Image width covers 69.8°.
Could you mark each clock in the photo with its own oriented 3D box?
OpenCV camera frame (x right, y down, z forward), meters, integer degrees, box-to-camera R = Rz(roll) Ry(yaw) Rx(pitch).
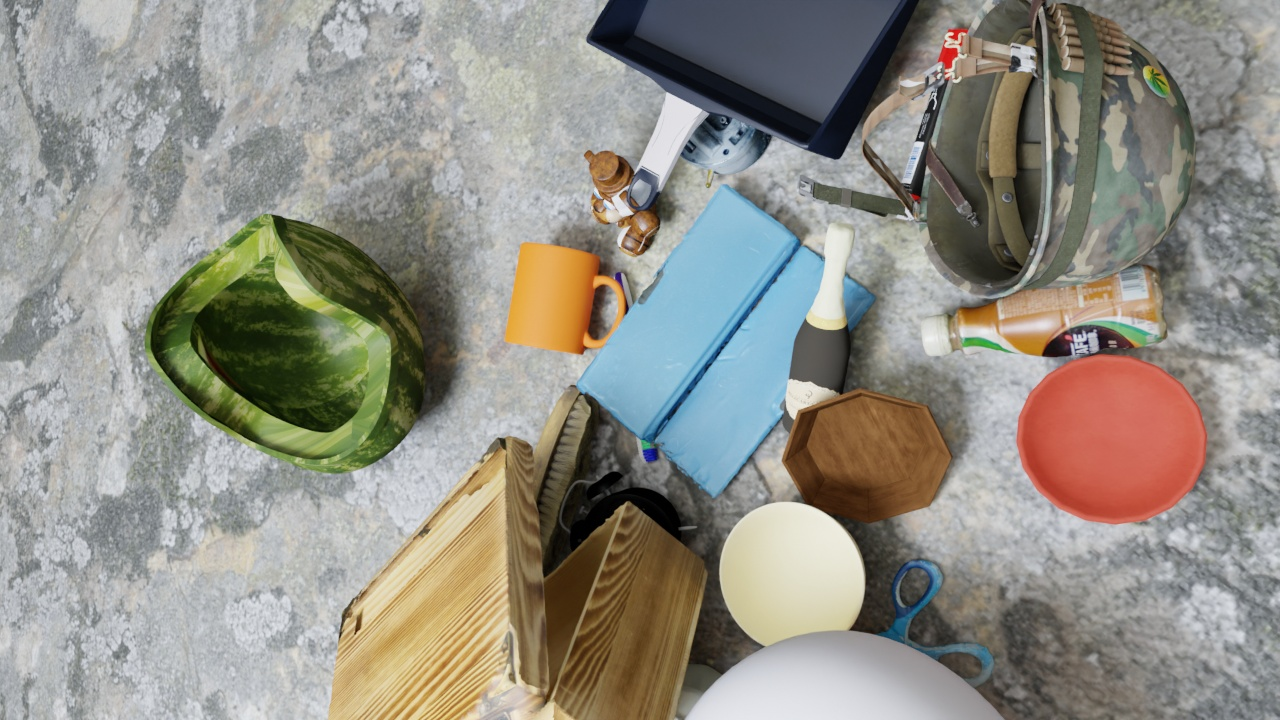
[{"bbox_3d":[-0.016,0.152,0.834,0.121,0.042,0.091,24,104,10],"label":"clock"},{"bbox_3d":[0.082,-0.223,0.824,0.130,0.052,0.090,-47,67,17],"label":"clock"}]

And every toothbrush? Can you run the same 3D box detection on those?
[{"bbox_3d":[-0.005,0.005,0.872,0.016,0.015,0.186,-12,80,25],"label":"toothbrush"}]

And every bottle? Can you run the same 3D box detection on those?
[{"bbox_3d":[0.299,-0.030,0.692,0.167,0.059,0.059,-9,82,27],"label":"bottle"},{"bbox_3d":[0.146,-0.022,0.730,0.045,0.045,0.185,21,126,27],"label":"bottle"}]

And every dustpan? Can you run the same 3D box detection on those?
[{"bbox_3d":[0.067,-0.248,0.755,0.236,0.080,0.274,34,112,24],"label":"dustpan"}]

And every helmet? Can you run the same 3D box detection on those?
[{"bbox_3d":[-0.331,-0.012,0.918,0.213,0.247,0.243,-38,30,2],"label":"helmet"},{"bbox_3d":[0.254,-0.155,0.646,0.236,0.193,0.224,-8,70,-10],"label":"helmet"}]

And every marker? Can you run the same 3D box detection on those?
[{"bbox_3d":[0.242,-0.199,0.757,0.023,0.021,0.145,19,95,20],"label":"marker"}]

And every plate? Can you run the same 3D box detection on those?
[{"bbox_3d":[0.179,0.072,0.735,0.131,0.025,0.131,6,122,10],"label":"plate"}]

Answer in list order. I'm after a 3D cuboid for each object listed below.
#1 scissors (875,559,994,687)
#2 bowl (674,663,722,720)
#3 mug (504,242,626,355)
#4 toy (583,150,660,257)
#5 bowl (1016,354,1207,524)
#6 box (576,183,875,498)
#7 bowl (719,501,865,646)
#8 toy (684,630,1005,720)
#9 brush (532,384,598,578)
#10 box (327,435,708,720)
[{"bbox_3d":[0.210,0.219,0.747,0.137,0.012,0.127,-11,81,28],"label":"scissors"},{"bbox_3d":[0.037,0.329,0.799,0.118,0.061,0.117,-2,85,26],"label":"bowl"},{"bbox_3d":[-0.068,-0.056,0.878,0.113,0.077,0.096,10,90,15],"label":"mug"},{"bbox_3d":[-0.019,-0.151,0.841,0.067,0.112,0.087,-41,68,6],"label":"toy"},{"bbox_3d":[0.344,0.058,0.675,0.122,0.035,0.122,-2,85,27],"label":"bowl"},{"bbox_3d":[0.072,-0.017,0.819,0.174,0.033,0.232,39,100,19],"label":"box"},{"bbox_3d":[0.134,0.173,0.753,0.118,0.074,0.118,-2,85,27],"label":"bowl"},{"bbox_3d":[0.141,0.327,0.628,0.265,0.281,0.263,-42,68,-3],"label":"toy"},{"bbox_3d":[-0.082,0.119,0.879,0.043,0.059,0.195,18,92,16],"label":"brush"},{"bbox_3d":[-0.128,0.253,0.722,0.220,0.258,0.280,40,118,-10],"label":"box"}]
